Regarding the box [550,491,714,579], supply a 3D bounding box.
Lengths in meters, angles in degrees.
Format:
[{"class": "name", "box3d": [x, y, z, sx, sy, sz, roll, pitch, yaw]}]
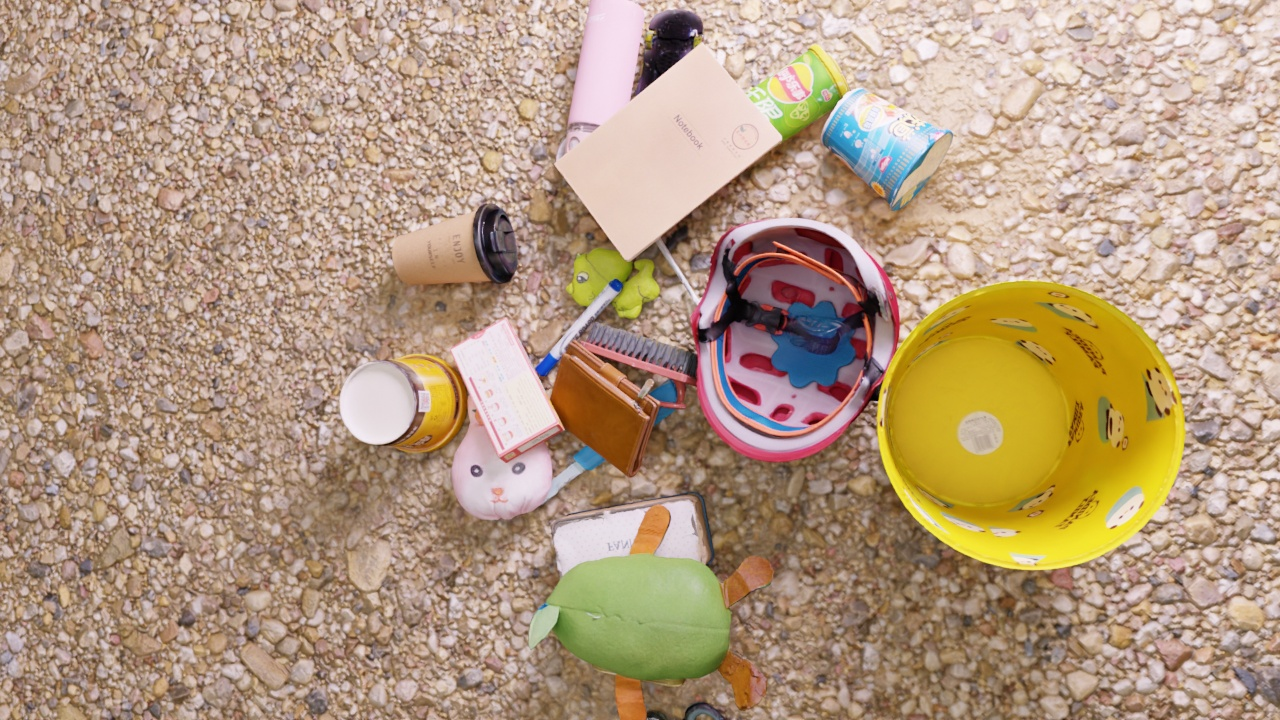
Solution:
[{"class": "box", "box3d": [-0.003, 0.199, 1.014, 0.184, 0.061, 0.089, -9, 86, 9]}]

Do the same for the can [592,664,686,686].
[{"class": "can", "box3d": [0.005, 0.302, 1.008, 0.102, 0.057, 0.083, 8, 86, 12]}]

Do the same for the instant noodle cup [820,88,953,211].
[{"class": "instant noodle cup", "box3d": [0.255, -0.230, 0.969, 0.110, 0.099, 0.099, 42, 96, 20]}]

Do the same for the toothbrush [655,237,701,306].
[{"class": "toothbrush", "box3d": [0.032, -0.126, 1.046, 0.016, 0.016, 0.180, -32, 81, 1]}]

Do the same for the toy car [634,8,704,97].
[{"class": "toy car", "box3d": [0.034, -0.319, 1.042, 0.070, 0.042, 0.158, 11, 90, 12]}]

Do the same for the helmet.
[{"class": "helmet", "box3d": [0.167, -0.020, 0.947, 0.207, 0.143, 0.240, 19, 100, 27]}]

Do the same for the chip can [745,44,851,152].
[{"class": "chip can", "box3d": [0.118, -0.254, 1.006, 0.221, 0.072, 0.072, -33, 81, 9]}]

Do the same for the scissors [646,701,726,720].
[{"class": "scissors", "box3d": [0.070, 0.460, 1.004, 0.144, 0.019, 0.180, -27, 80, 9]}]

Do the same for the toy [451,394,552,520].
[{"class": "toy", "box3d": [-0.161, 0.103, 1.058, 0.121, 0.054, 0.159, -7, 77, 11]}]

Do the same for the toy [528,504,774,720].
[{"class": "toy", "box3d": [0.013, 0.262, 0.937, 0.247, 0.090, 0.226, 4, 76, 16]}]

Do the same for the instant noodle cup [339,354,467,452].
[{"class": "instant noodle cup", "box3d": [-0.274, 0.049, 1.052, 0.118, 0.114, 0.118, -1, 87, 11]}]

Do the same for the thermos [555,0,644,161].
[{"class": "thermos", "box3d": [-0.051, -0.307, 1.054, 0.087, 0.067, 0.198, 11, 91, 44]}]

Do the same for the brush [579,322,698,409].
[{"class": "brush", "box3d": [-0.006, 0.006, 1.016, 0.146, 0.063, 0.069, 18, 90, 24]}]

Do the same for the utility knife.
[{"class": "utility knife", "box3d": [-0.043, 0.099, 1.048, 0.218, 0.018, 0.034, -38, 68, 8]}]

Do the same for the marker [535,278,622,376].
[{"class": "marker", "box3d": [-0.070, -0.037, 1.045, 0.017, 0.016, 0.146, 46, 110, 11]}]

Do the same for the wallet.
[{"class": "wallet", "box3d": [-0.042, 0.049, 1.004, 0.131, 0.035, 0.119, 36, 126, 24]}]

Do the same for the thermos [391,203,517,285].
[{"class": "thermos", "box3d": [-0.211, -0.128, 1.065, 0.143, 0.093, 0.093, -7, 85, 18]}]

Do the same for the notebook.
[{"class": "notebook", "box3d": [0.026, -0.224, 0.984, 0.208, 0.008, 0.148, -38, 74, 7]}]

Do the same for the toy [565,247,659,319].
[{"class": "toy", "box3d": [-0.032, -0.091, 1.050, 0.097, 0.031, 0.100, -43, 84, 7]}]

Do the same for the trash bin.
[{"class": "trash bin", "box3d": [0.330, 0.057, 0.849, 0.230, 0.255, 0.229, -1, 87, 12]}]

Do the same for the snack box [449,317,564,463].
[{"class": "snack box", "box3d": [-0.153, 0.032, 1.042, 0.077, 0.027, 0.155, -29, 63, 0]}]
